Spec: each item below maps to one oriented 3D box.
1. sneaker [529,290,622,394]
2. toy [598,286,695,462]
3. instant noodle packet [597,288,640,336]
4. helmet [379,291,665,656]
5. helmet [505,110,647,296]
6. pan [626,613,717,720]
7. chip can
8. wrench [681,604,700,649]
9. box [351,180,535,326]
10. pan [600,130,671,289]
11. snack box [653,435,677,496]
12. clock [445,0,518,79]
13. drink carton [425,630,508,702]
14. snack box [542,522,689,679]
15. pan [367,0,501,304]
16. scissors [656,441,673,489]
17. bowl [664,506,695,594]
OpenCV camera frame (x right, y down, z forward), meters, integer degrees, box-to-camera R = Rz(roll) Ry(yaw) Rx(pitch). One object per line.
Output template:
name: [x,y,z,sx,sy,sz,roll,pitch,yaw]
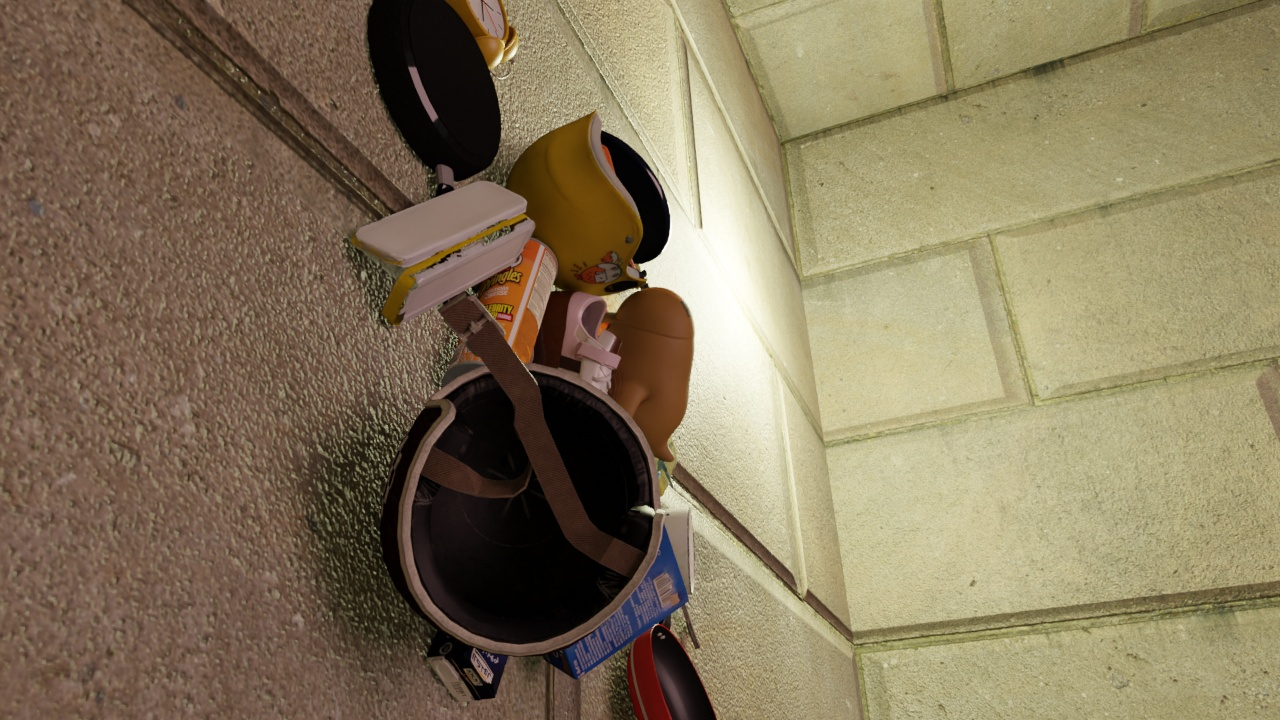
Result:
sneaker: [-0.071,0.053,1.029,0.111,0.117,0.293,44,37,-58]
toy: [-0.006,0.007,1.130,0.198,0.162,0.203,-52,160,-77]
instant noodle packet: [-0.034,-0.079,1.332,0.160,0.032,0.220,55,24,-16]
helmet: [-0.097,0.108,0.724,0.233,0.233,0.254,-62,-171,-4]
helmet: [-0.085,-0.165,1.107,0.240,0.139,0.209,82,-12,-66]
pan: [0.033,0.384,1.194,0.209,0.067,0.355,54,12,-44]
chip can: [-0.141,-0.039,0.951,0.214,0.075,0.075,-81,151,-49]
wrench: [0.047,0.307,1.324,0.070,0.010,0.273,-118,-169,-66]
box: [-0.182,-0.102,0.876,0.208,0.079,0.080,-42,153,-53]
pan: [-0.012,-0.155,1.259,0.021,0.199,0.357,-42,127,-31]
snack box: [0.002,0.099,1.331,0.121,0.045,0.181,-65,141,-60]
clock: [-0.194,-0.408,1.088,0.113,0.052,0.152,-67,136,-61]
drink carton: [-0.142,0.234,0.822,0.129,0.040,0.064,-75,146,-54]
snack box: [-0.054,0.192,0.939,0.154,0.069,0.203,-27,108,-29]
pan: [-0.200,-0.223,0.955,0.204,0.044,0.355,28,50,-66]
scissors: [0.019,0.137,1.224,0.135,0.015,0.136,-109,-156,-52]
bowl: [0.038,0.250,1.207,0.113,0.063,0.113,0,88,-84]
